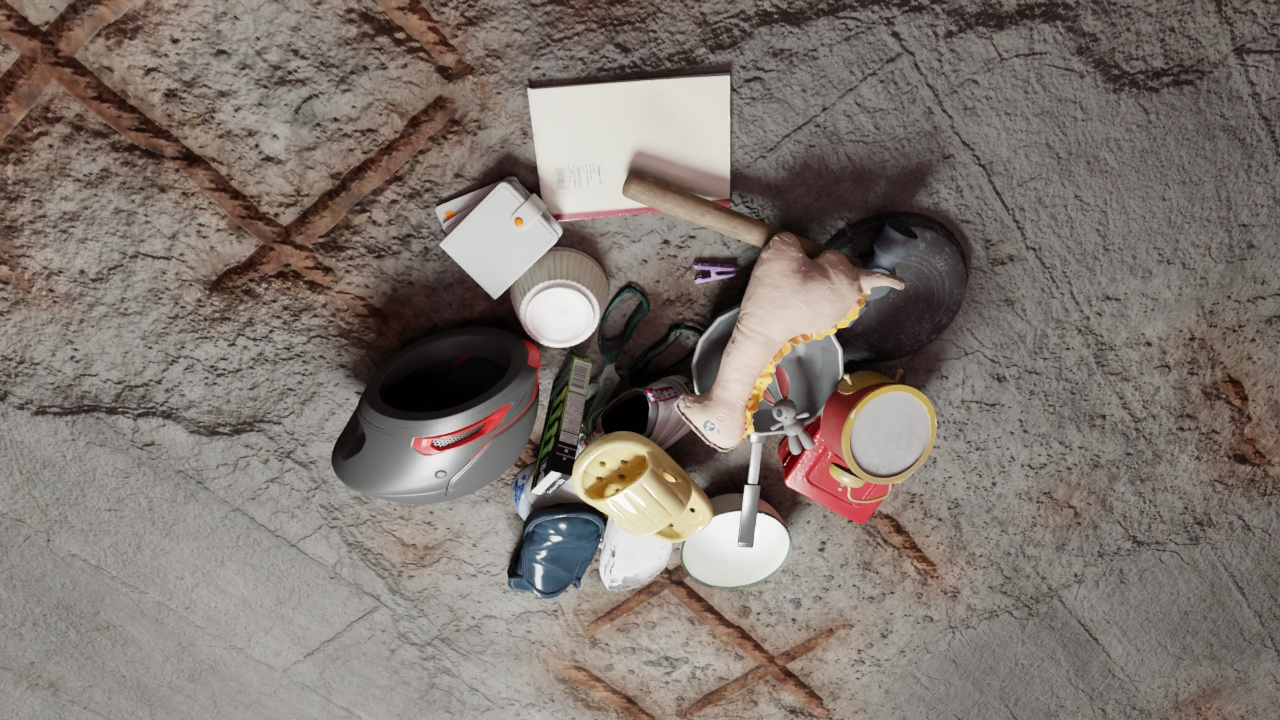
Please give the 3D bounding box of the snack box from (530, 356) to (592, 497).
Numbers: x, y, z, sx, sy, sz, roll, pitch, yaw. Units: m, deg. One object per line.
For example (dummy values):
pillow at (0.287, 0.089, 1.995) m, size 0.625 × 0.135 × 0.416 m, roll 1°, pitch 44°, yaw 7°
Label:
snack box at (-0.093, 0.078, 1.082) m, size 0.025 × 0.147 × 0.080 m, roll 18°, pitch 149°, yaw -16°

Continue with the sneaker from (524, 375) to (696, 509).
sneaker at (-0.051, 0.108, 1.120) m, size 0.263 × 0.096 × 0.128 m, roll -36°, pitch 162°, yaw 17°

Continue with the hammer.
hammer at (0.132, -0.138, 1.009) m, size 0.321 × 0.040 × 0.130 m, roll 19°, pitch 122°, yaw -10°

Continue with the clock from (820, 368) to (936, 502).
clock at (0.270, 0.090, 1.072) m, size 0.117 × 0.081 × 0.159 m, roll -4°, pitch 105°, yaw -15°

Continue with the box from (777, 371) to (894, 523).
box at (0.268, 0.111, 1.176) m, size 0.134 × 0.112 × 0.158 m, roll 22°, pitch 119°, yaw -13°

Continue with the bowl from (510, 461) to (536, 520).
bowl at (-0.118, 0.190, 1.230) m, size 0.114 × 0.045 × 0.114 m, roll -2°, pitch 124°, yaw -4°

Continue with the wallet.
wallet at (-0.161, -0.145, 1.001) m, size 0.119 × 0.037 × 0.115 m, roll -40°, pitch 104°, yaw 21°

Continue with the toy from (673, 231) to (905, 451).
toy at (0.156, -0.006, 1.018) m, size 0.196 × 0.065 × 0.265 m, roll 19°, pitch 110°, yaw 7°

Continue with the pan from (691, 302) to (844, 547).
pan at (0.146, 0.083, 1.133) m, size 0.178 × 0.041 × 0.358 m, roll 4°, pitch 117°, yaw 2°

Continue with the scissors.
scissors at (-0.005, 0.011, 1.138) m, size 0.142 × 0.015 × 0.210 m, roll 17°, pitch 121°, yaw -18°

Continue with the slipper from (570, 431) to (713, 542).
slipper at (0.012, 0.175, 1.099) m, size 0.111 × 0.079 × 0.261 m, roll -32°, pitch 139°, yaw 14°

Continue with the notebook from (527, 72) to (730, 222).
notebook at (-0.008, -0.224, 0.980) m, size 0.209 × 0.012 × 0.153 m, roll -5°, pitch 125°, yaw -2°

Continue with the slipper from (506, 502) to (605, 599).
slipper at (-0.115, 0.276, 1.218) m, size 0.108 × 0.083 × 0.266 m, roll 7°, pitch 143°, yaw -19°

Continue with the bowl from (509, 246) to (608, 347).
bowl at (-0.093, -0.065, 1.049) m, size 0.115 × 0.062 × 0.115 m, roll -2°, pitch 124°, yaw -4°

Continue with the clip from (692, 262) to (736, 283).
clip at (0.083, -0.107, 1.067) m, size 0.052 × 0.014 × 0.042 m, roll -25°, pitch 120°, yaw 15°

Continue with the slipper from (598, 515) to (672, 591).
slipper at (-0.011, 0.232, 1.249) m, size 0.112 × 0.074 × 0.247 m, roll 3°, pitch 131°, yaw -8°

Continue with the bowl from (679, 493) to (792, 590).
bowl at (0.127, 0.241, 1.270) m, size 0.153 × 0.072 × 0.154 m, roll -2°, pitch 123°, yaw -3°

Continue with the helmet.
helmet at (-0.230, 0.079, 1.073) m, size 0.264 × 0.164 × 0.170 m, roll -17°, pitch 135°, yaw -6°

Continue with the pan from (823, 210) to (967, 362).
pan at (0.230, -0.040, 1.113) m, size 0.357 × 0.040 × 0.207 m, roll -32°, pitch 121°, yaw 14°

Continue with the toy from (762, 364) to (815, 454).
toy at (0.169, 0.059, 1.077) m, size 0.049 × 0.030 × 0.112 m, roll -24°, pitch 102°, yaw 19°
